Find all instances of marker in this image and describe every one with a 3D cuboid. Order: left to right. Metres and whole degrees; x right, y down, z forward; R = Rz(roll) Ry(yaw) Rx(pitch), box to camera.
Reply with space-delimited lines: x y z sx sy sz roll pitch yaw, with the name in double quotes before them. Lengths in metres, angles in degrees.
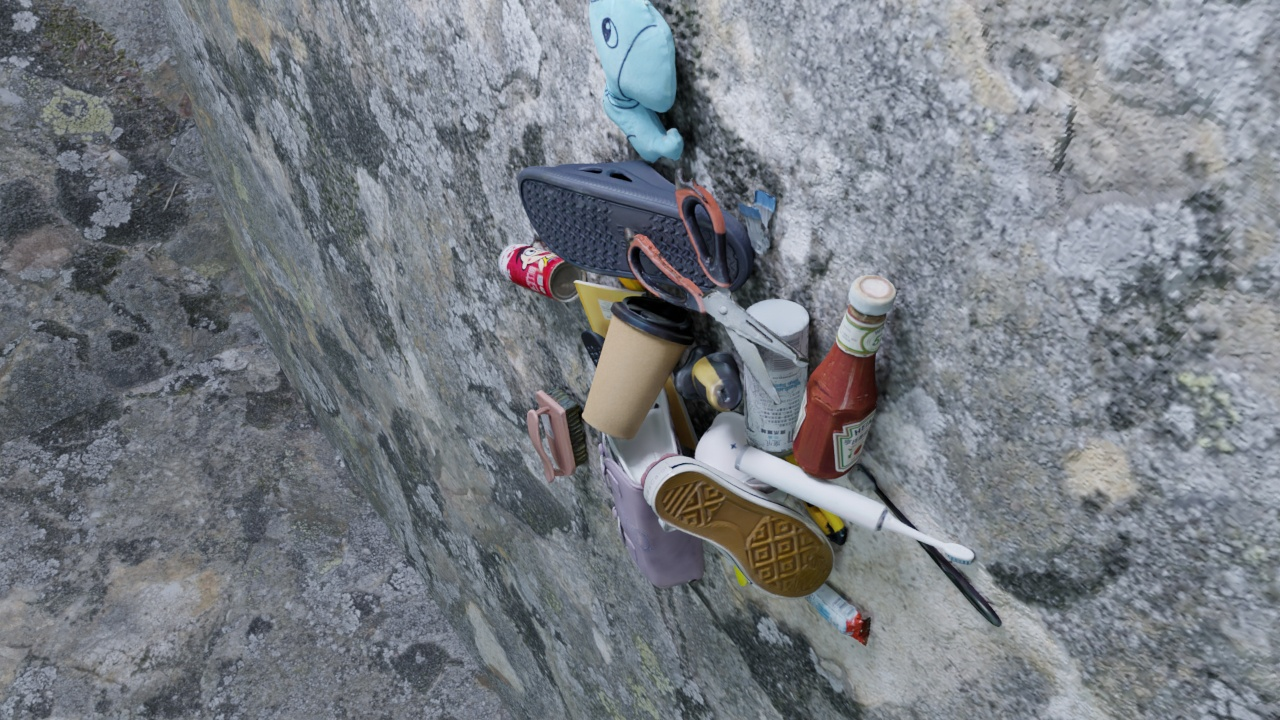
"marker" -0.035 -0.117 1.037 0.124 0.015 0.018 50 155 23
"marker" 0.111 0.213 1.090 0.018 0.015 0.124 11 121 55

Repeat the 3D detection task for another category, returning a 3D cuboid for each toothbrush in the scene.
"toothbrush" 0.187 0.129 0.817 0.221 0.026 0.026 23 152 24
"toothbrush" 0.249 0.163 0.811 0.181 0.018 0.016 48 147 21

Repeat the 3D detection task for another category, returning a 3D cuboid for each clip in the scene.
"clip" 0.103 -0.117 0.800 0.027 0.044 0.058 31 149 36

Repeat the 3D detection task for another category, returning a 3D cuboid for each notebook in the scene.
"notebook" -0.005 0.004 1.081 0.146 0.010 0.206 17 134 54

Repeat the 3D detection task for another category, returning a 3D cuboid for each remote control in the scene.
"remote control" -0.028 0.020 1.096 0.053 0.024 0.136 -5 116 62

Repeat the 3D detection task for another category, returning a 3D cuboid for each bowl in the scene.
"bowl" 0.093 0.121 0.982 0.118 0.064 0.118 41 146 36

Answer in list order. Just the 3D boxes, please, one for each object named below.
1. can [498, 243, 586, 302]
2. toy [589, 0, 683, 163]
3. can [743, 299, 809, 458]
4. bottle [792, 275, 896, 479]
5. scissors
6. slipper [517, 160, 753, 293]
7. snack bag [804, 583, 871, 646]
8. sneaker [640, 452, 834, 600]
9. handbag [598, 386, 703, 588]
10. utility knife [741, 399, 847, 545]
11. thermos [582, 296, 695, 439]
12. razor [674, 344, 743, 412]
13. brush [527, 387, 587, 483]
"can" -0.126 -0.112 1.151 0.133 0.053 0.053 24 134 50
"toy" -0.003 -0.258 0.819 0.161 0.049 0.157 55 154 2
"can" 0.124 0.018 0.843 0.058 0.058 0.147 35 142 41
"bottle" 0.172 0.017 0.765 0.060 0.059 0.206 43 146 32
"scissors" 0.060 -0.064 0.801 0.189 0.015 0.224 0 106 47
"slipper" 0.001 -0.138 0.903 0.268 0.083 0.111 19 137 28
"snack bag" 0.199 0.256 0.967 0.105 0.026 0.045 38 153 39
"sneaker" 0.093 0.153 0.905 0.241 0.118 0.088 33 -170 -26
"handbag" 0.012 0.150 1.051 0.144 0.098 0.197 -116 11 -45
"utility knife" 0.153 0.111 0.924 0.177 0.015 0.033 56 152 10
"thermos" -0.006 0.006 0.954 0.093 0.093 0.143 34 107 42
"razor" 0.069 0.023 0.883 0.167 0.067 0.062 -105 -5 -83
"brush" -0.121 0.113 1.327 0.063 0.072 0.146 35 144 40
